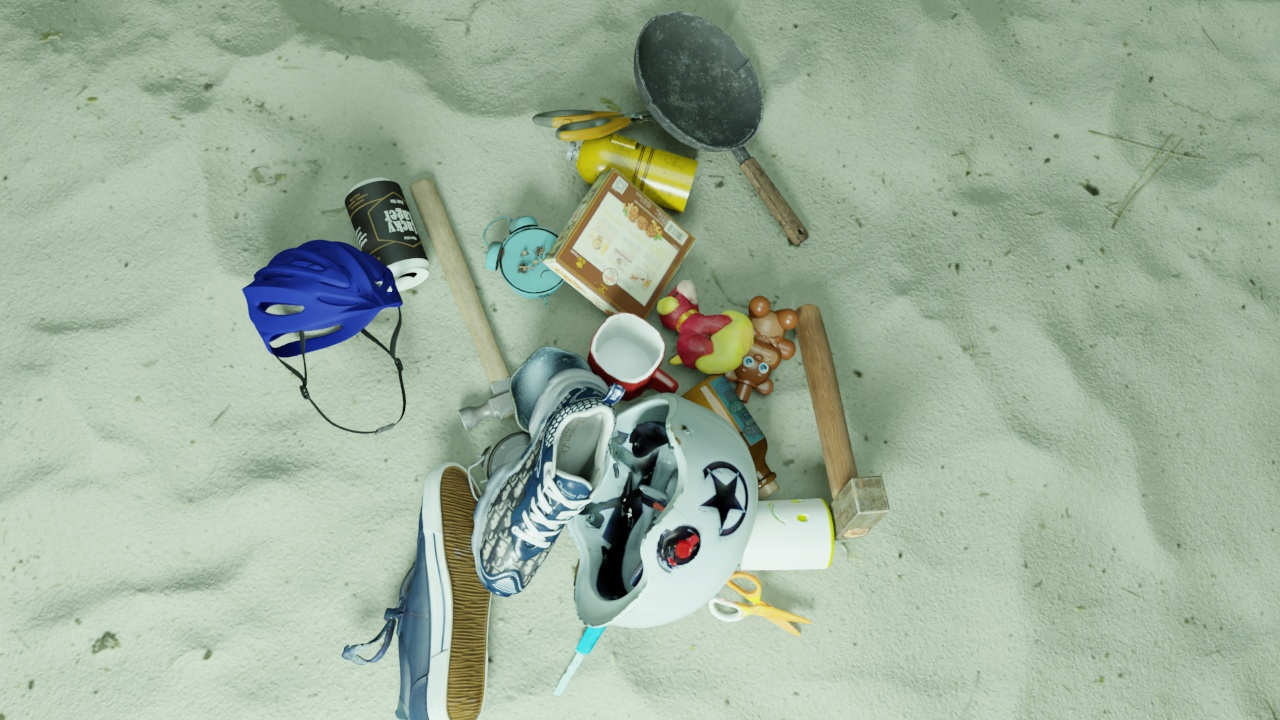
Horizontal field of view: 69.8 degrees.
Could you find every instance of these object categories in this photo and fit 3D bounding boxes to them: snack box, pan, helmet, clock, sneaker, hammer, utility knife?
[{"bbox_3d":[-0.025,-0.137,1.142,0.143,0.041,0.146,38,73,-21],"label":"snack box"},{"bbox_3d":[0.115,-0.296,1.209,0.207,0.040,0.357,-35,94,-37],"label":"pan"},{"bbox_3d":[-0.354,-0.024,1.057,0.147,0.242,0.228,-21,101,-47],"label":"helmet"},{"bbox_3d":[-0.142,0.132,1.090,0.122,0.044,0.091,-14,81,-13],"label":"clock"},{"bbox_3d":[-0.144,-0.129,1.151,0.124,0.053,0.090,42,75,5],"label":"clock"},{"bbox_3d":[-0.246,0.263,1.035,0.127,0.120,0.294,-8,74,27],"label":"sneaker"},{"bbox_3d":[-0.220,-0.081,1.152,0.119,0.031,0.331,-21,76,-11],"label":"hammer"},{"bbox_3d":[-0.095,0.138,1.000,0.103,0.132,0.269,28,84,-21],"label":"sneaker"},{"bbox_3d":[-0.058,0.317,1.067,0.022,0.015,0.158,34,73,4],"label":"utility knife"},{"bbox_3d":[0.034,0.178,1.015,0.163,0.237,0.263,22,75,-21],"label":"helmet"},{"bbox_3d":[0.228,0.067,1.115,0.037,0.158,0.300,-4,63,-7],"label":"hammer"}]

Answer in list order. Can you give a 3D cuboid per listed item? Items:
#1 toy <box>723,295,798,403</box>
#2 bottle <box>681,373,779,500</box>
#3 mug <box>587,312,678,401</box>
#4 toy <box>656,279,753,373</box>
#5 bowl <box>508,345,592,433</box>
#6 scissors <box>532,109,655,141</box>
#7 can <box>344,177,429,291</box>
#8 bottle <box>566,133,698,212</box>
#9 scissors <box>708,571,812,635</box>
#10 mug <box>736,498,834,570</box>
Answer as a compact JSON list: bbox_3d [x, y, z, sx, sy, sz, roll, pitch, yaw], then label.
[{"bbox_3d":[0.146,-0.011,1.146,0.095,0.065,0.127,21,80,-3],"label":"toy"},{"bbox_3d":[0.113,0.096,1.112,0.067,0.068,0.157,-31,81,-12],"label":"bottle"},{"bbox_3d":[-0.007,0.007,1.108,0.116,0.097,0.080,36,75,4],"label":"mug"},{"bbox_3d":[0.073,-0.033,1.127,0.105,0.067,0.137,-43,60,-10],"label":"toy"},{"bbox_3d":[-0.111,0.038,1.090,0.110,0.055,0.110,-1,93,-26],"label":"bowl"},{"bbox_3d":[-0.026,-0.310,1.190,0.225,0.166,0.016,-5,117,-8],"label":"scissors"},{"bbox_3d":[-0.312,-0.155,1.132,0.072,0.072,0.128,-21,79,-10],"label":"can"},{"bbox_3d":[-0.014,-0.249,1.185,0.164,0.071,0.071,17,75,-1],"label":"bottle"},{"bbox_3d":[0.139,0.301,1.084,0.133,0.012,0.084,38,114,-14],"label":"scissors"},{"bbox_3d":[0.166,0.205,1.083,0.106,0.083,0.082,-1,76,-5],"label":"mug"}]
